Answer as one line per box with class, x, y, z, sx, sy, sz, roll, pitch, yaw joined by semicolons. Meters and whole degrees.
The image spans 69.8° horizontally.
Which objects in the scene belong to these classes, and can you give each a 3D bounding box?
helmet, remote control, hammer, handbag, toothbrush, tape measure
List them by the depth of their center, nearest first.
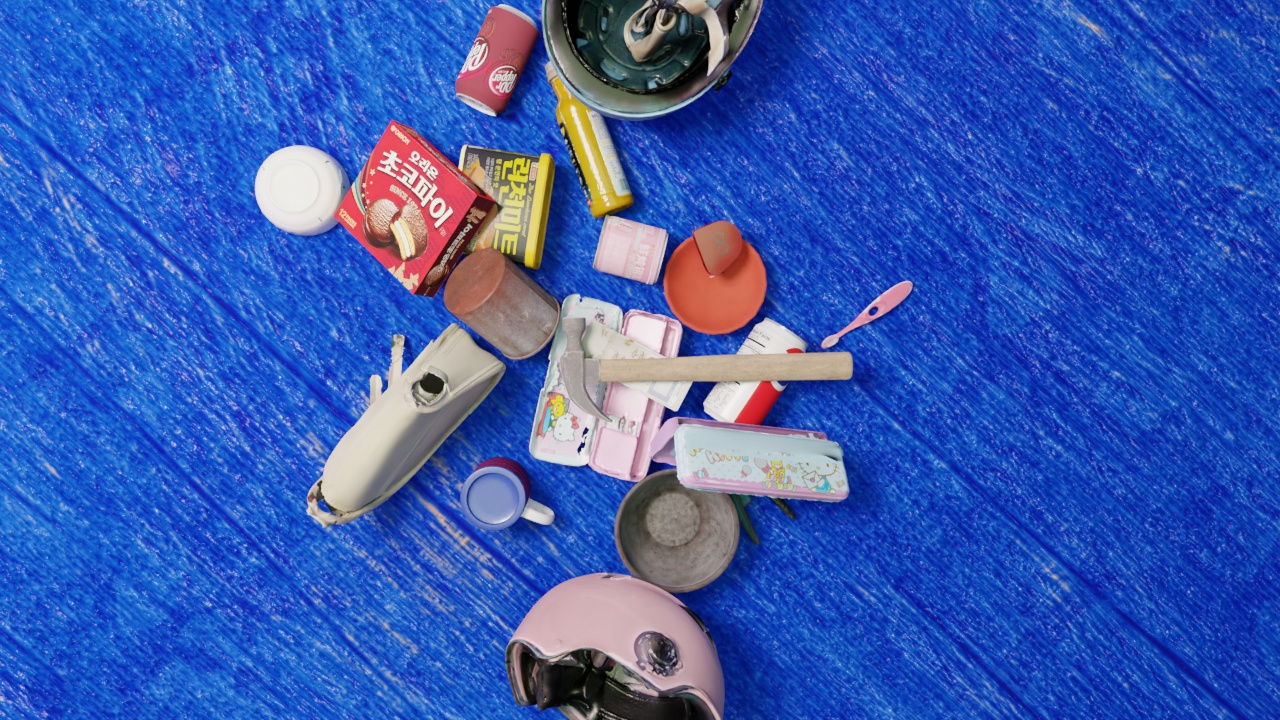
helmet;0.008;-0.378;1.014;0.225;0.167;0.265;34;82;-5
handbag;-0.280;0.058;1.028;0.132;0.183;0.229;40;107;-1
helmet;-0.016;0.337;1.039;0.255;0.231;0.152;19;48;7
hammer;0.074;0.008;1.043;0.331;0.031;0.119;-1;92;-3
remote control;-0.006;0.006;1.058;0.136;0.011;0.050;28;91;0
tape measure;0.093;-0.132;1.068;0.051;0.019;0.059;-22;100;-3
toothbrush;0.276;-0.055;1.116;0.135;0.016;0.021;-36;93;0

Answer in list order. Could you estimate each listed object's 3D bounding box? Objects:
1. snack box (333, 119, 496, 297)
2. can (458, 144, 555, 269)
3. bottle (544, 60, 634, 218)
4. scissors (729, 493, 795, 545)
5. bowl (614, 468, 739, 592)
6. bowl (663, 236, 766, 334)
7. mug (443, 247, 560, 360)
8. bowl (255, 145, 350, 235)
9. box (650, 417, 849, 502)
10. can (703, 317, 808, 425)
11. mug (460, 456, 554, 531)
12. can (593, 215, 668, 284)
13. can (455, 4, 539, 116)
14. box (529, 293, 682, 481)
snack box;-0.257;-0.171;1.037;0.152;0.035;0.133;42;105;21
can;-0.161;-0.179;1.068;0.101;0.072;0.131;9;92;0
bottle;-0.063;-0.263;1.076;0.053;0.053;0.186;-20;93;-1
scissors;0.130;0.158;1.119;0.120;0.019;0.150;2;91;-1
bowl;0.041;0.195;1.093;0.145;0.067;0.145;0;92;-2
bowl;0.087;-0.092;1.098;0.122;0.035;0.122;0;92;-2
mug;-0.169;-0.065;1.050;0.123;0.110;0.096;0;56;36
bowl;-0.396;-0.200;1.067;0.105;0.054;0.105;0;91;-2
box;0.125;0.125;1.037;0.214;0.090;0.092;8;53;-22
can;0.136;0.021;1.087;0.070;0.070;0.132;34;91;-3
mug;-0.153;0.164;1.080;0.112;0.076;0.075;28;91;-3
can;-0.011;-0.129;1.077;0.076;0.067;0.067;15;92;-2
can;-0.166;-0.347;1.064;0.063;0.063;0.114;25;91;-3
box;-0.040;0.033;1.093;0.155;0.059;0.201;14;92;0
